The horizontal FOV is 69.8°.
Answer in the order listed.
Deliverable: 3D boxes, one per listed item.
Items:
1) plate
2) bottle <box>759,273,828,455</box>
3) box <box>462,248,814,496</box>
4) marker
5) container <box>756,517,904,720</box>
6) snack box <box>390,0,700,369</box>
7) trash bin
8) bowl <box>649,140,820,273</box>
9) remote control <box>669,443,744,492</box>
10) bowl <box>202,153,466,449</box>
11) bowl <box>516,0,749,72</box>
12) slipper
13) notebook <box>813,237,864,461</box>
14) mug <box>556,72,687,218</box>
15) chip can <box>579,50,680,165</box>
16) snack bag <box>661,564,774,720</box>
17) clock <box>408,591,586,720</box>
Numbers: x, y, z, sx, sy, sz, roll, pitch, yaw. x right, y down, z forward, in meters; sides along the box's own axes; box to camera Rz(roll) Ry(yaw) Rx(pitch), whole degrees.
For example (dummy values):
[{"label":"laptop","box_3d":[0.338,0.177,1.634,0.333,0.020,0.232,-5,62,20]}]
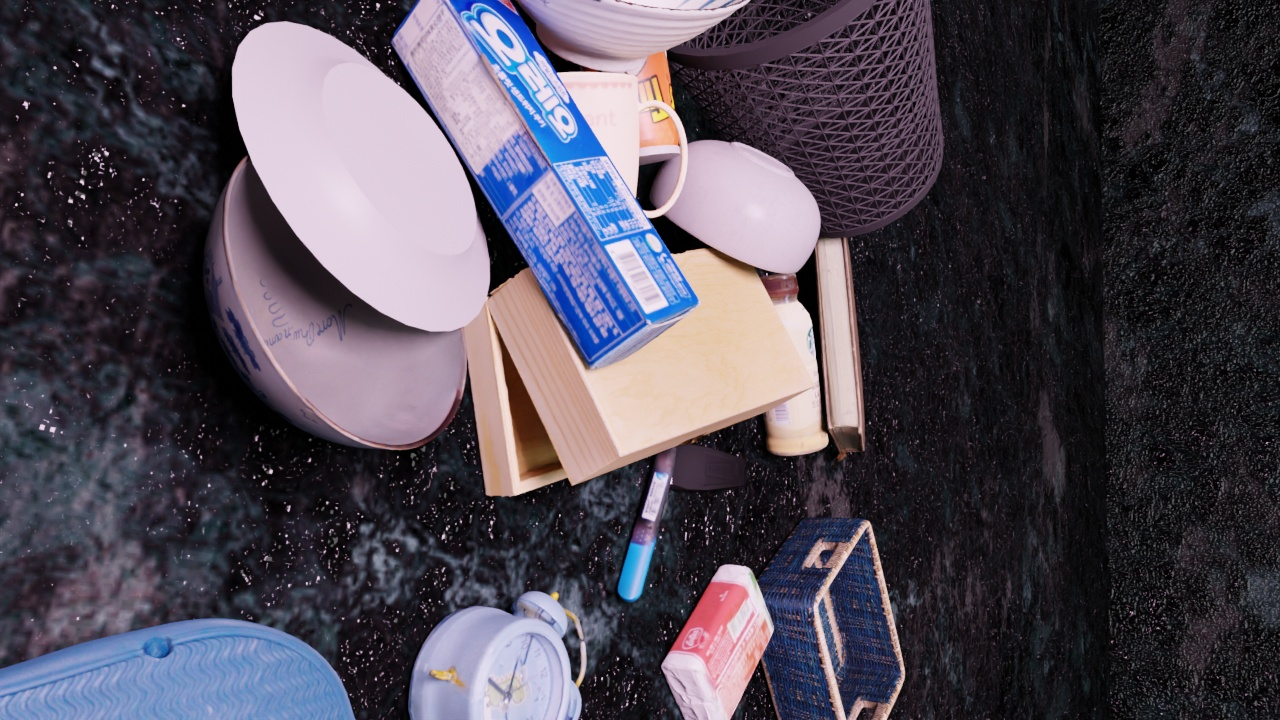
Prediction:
[{"label":"plate","box_3d":[-0.125,-0.097,0.463,0.173,0.019,0.172,48,26,-34]},{"label":"bottle","box_3d":[0.133,0.003,0.836,0.056,0.057,0.162,-17,100,-53]},{"label":"box","box_3d":[-0.007,0.002,0.636,0.248,0.123,0.140,-13,71,-54]},{"label":"marker","box_3d":[0.006,0.119,0.681,0.015,0.018,0.122,86,19,-65]},{"label":"container","box_3d":[0.175,0.260,0.855,0.144,0.071,0.187,-37,116,-49]},{"label":"snack box","box_3d":[-0.054,-0.106,0.517,0.059,0.060,0.226,-27,83,-51]},{"label":"trash bin","box_3d":[0.147,-0.242,0.768,0.243,0.217,0.216,50,49,-48]},{"label":"bowl","box_3d":[0.079,-0.127,0.705,0.131,0.132,0.064,-6,129,-54]},{"label":"remote control","box_3d":[0.054,0.090,0.757,0.124,0.010,0.039,14,75,-53]},{"label":"bowl","box_3d":[-0.151,-0.022,0.431,0.151,0.057,0.150,48,29,-38]},{"label":"bowl","box_3d":[-0.022,-0.228,0.567,0.176,0.177,0.071,-48,164,-45]},{"label":"slipper","box_3d":[-0.212,0.155,0.347,0.213,0.059,0.103,5,74,-40]},{"label":"notebook","box_3d":[0.200,-0.015,0.914,0.190,0.034,0.215,44,43,-70]},{"label":"mug","box_3d":[-0.025,-0.128,0.591,0.085,0.111,0.104,-98,-173,-78]},{"label":"chip can","box_3d":[-0.018,-0.247,0.650,0.062,0.062,0.210,-18,101,-53]},{"label":"snack bag","box_3d":[0.064,0.230,0.736,0.115,0.036,0.077,-49,125,-45]},{"label":"clock","box_3d":[-0.075,0.186,0.535,0.124,0.052,0.089,-9,92,-54]}]
